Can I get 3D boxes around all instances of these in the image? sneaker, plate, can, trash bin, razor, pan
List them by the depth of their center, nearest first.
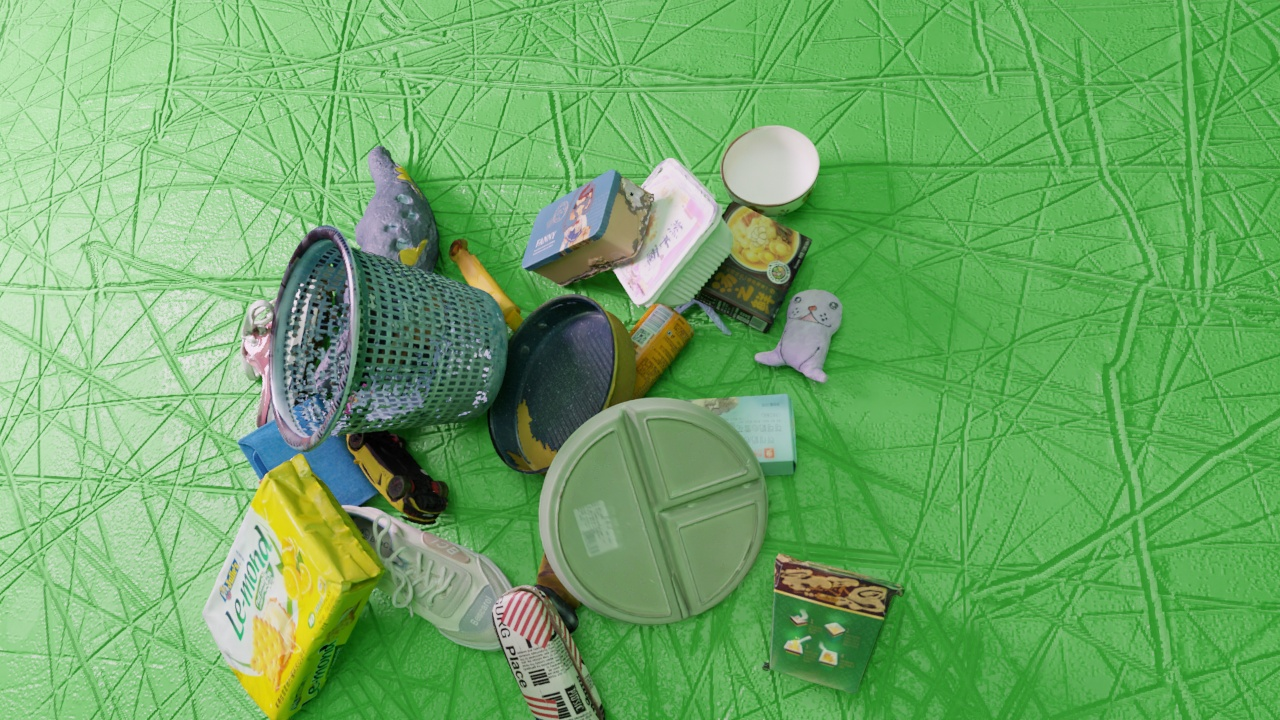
[{"bbox_3d":[0.016,0.151,0.894,0.230,0.027,0.230,-1,95,-8],"label":"plate"},{"bbox_3d":[-0.228,0.214,0.943,0.242,0.091,0.089,25,74,19],"label":"sneaker"},{"bbox_3d":[-0.079,0.195,0.943,0.062,0.067,0.167,-5,57,27],"label":"razor"},{"bbox_3d":[-0.257,-0.013,0.969,0.227,0.194,0.226,-10,76,49],"label":"trash bin"},{"bbox_3d":[-0.006,0.006,1.010,0.058,0.058,0.146,36,80,22],"label":"can"},{"bbox_3d":[-0.131,-0.026,1.018,0.198,0.078,0.357,-50,45,16],"label":"pan"},{"bbox_3d":[-0.425,-0.026,1.083,0.088,0.118,0.240,10,72,-8],"label":"sneaker"}]

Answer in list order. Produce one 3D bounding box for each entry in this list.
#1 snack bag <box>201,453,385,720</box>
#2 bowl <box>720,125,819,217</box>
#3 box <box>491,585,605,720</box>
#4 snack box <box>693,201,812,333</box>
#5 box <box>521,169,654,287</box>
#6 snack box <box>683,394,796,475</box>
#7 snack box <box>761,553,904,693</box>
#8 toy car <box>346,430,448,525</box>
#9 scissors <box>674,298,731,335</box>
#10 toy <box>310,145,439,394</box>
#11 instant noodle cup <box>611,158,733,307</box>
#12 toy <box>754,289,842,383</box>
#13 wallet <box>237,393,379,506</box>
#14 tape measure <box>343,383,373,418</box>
[{"bbox_3d":[-0.347,0.235,0.918,0.158,0.068,0.247,45,117,25],"label":"snack bag"},{"bbox_3d":[0.153,-0.213,1.081,0.113,0.062,0.113,-3,67,8],"label":"bowl"},{"bbox_3d":[-0.087,0.291,0.881,0.072,0.060,0.164,-20,93,43],"label":"box"},{"bbox_3d":[0.112,-0.109,1.037,0.125,0.053,0.113,26,76,4],"label":"snack box"},{"bbox_3d":[-0.066,-0.145,1.047,0.185,0.062,0.089,-16,54,49],"label":"box"},{"bbox_3d":[0.075,0.082,0.967,0.175,0.052,0.074,-4,65,9],"label":"snack box"},{"bbox_3d":[0.174,0.245,0.852,0.117,0.118,0.105,11,81,15],"label":"snack box"},{"bbox_3d":[-0.267,0.119,0.994,0.156,0.071,0.041,41,100,31],"label":"toy car"},{"bbox_3d":[0.067,-0.080,1.064,0.133,0.017,0.133,-35,69,-7],"label":"scissors"},{"bbox_3d":[-0.311,-0.120,1.111,0.138,0.091,0.355,-4,63,22],"label":"toy"},{"bbox_3d":[0.035,-0.133,1.009,0.138,0.060,0.173,-50,35,14],"label":"instant noodle cup"},{"bbox_3d":[0.181,-0.031,1.007,0.084,0.039,0.107,17,71,22],"label":"toy"},{"bbox_3d":[-0.366,0.118,1.016,0.106,0.040,0.133,-31,90,-8],"label":"wallet"},{"bbox_3d":[-0.318,0.052,1.061,0.057,0.039,0.057,-18,69,-2],"label":"tape measure"}]
